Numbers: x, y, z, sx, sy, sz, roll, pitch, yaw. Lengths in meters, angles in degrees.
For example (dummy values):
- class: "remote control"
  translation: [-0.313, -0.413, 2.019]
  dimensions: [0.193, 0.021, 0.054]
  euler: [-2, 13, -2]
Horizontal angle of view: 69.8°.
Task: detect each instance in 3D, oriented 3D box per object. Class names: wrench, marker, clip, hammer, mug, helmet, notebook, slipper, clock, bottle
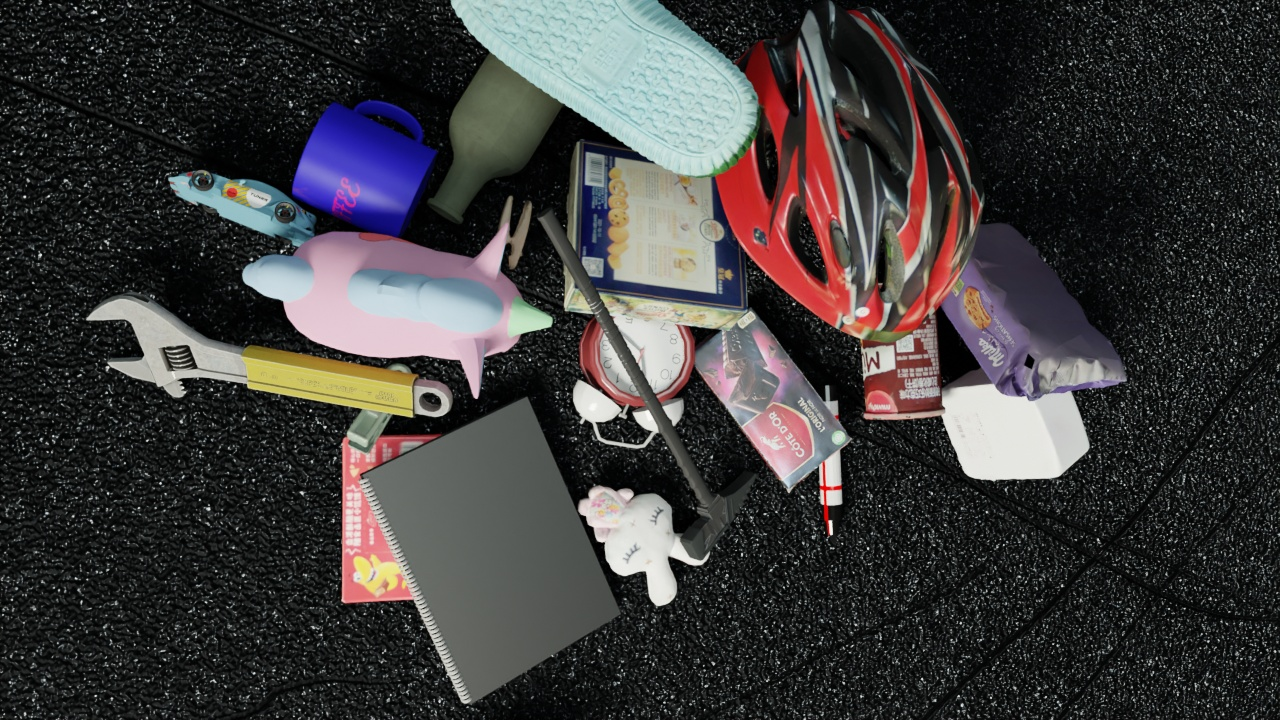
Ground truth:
- class: "wrench"
  translation: [-0.277, 0.004, 0.693]
  dimensions: [0.273, 0.018, 0.084]
  euler: [9, 120, 0]
- class: "marker"
  translation: [0.173, 0.095, 0.838]
  dimensions: [0.019, 0.019, 0.145]
  euler: [-3, 91, -14]
- class: "clip"
  translation: [-0.105, -0.107, 0.766]
  dimensions: [0.047, 0.025, 0.062]
  euler: [43, 83, -11]
- class: "hammer"
  translation: [0.006, 0.016, 0.728]
  dimensions: [0.094, 0.015, 0.325]
  euler: [-47, 123, -29]
- class: "mug"
  translation: [-0.208, -0.157, 0.719]
  dimensions: [0.083, 0.079, 0.111]
  euler: [24, 57, -13]
- class: "helmet"
  translation: [0.170, -0.149, 0.732]
  dimensions: [0.217, 0.167, 0.272]
  euler: [-11, 75, -36]
- class: "notebook"
  translation: [-0.120, 0.154, 0.753]
  dimensions: [0.148, 0.016, 0.207]
  euler: [-26, 100, -22]
- class: "slipper"
  translation: [-0.030, -0.237, 0.686]
  dimensions: [0.276, 0.069, 0.116]
  euler: [39, 92, 2]
- class: "clock"
  translation: [-0.004, 0.005, 0.779]
  dimensions: [0.096, 0.048, 0.137]
  euler: [10, 87, -14]
- class: "clip"
  translation: [-0.206, 0.037, 0.729]
  dimensions: [0.023, 0.047, 0.076]
  euler: [27, 60, -3]
- class: "bottle"
  translation: [-0.105, -0.205, 0.740]
  dimensions: [0.071, 0.071, 0.206]
  euler: [31, 83, -12]

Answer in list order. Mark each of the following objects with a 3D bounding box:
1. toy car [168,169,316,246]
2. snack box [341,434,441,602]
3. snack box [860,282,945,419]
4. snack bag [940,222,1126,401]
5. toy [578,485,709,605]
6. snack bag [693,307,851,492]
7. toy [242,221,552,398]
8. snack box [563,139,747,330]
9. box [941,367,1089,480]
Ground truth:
- class: "toy car"
  translation: [-0.299, -0.122, 0.701]
  dimensions: [0.107, 0.060, 0.027]
  euler: [22, 74, -13]
- class: "snack box"
  translation: [-0.196, 0.127, 0.747]
  dimensions: [0.089, 0.021, 0.133]
  euler: [1, 91, -14]
- class: "snack box"
  translation: [0.233, -0.010, 0.825]
  dimensions: [0.072, 0.072, 0.121]
  euler: [-5, 91, -14]
- class: "snack bag"
  translation: [0.323, -0.048, 0.795]
  dimensions: [0.096, 0.205, 0.059]
  euler: [-4, 135, -16]
- class: "toy"
  translation: [0.002, 0.152, 0.787]
  dimensions: [0.125, 0.037, 0.075]
  euler: [44, 73, -18]
- class: "snack bag"
  translation: [0.114, 0.033, 0.815]
  dimensions: [0.074, 0.018, 0.155]
  euler: [-38, 94, -4]
- class: "toy"
  translation: [-0.183, -0.046, 0.671]
  dimensions: [0.222, 0.171, 0.120]
  euler: [10, 88, -14]
- class: "snack box"
  translation: [0.012, -0.103, 0.758]
  dimensions: [0.145, 0.043, 0.144]
  euler: [7, 65, -14]
- class: "box"
  translation: [0.361, 0.038, 0.846]
  dimensions: [0.130, 0.110, 0.103]
  euler: [-26, 96, -31]
